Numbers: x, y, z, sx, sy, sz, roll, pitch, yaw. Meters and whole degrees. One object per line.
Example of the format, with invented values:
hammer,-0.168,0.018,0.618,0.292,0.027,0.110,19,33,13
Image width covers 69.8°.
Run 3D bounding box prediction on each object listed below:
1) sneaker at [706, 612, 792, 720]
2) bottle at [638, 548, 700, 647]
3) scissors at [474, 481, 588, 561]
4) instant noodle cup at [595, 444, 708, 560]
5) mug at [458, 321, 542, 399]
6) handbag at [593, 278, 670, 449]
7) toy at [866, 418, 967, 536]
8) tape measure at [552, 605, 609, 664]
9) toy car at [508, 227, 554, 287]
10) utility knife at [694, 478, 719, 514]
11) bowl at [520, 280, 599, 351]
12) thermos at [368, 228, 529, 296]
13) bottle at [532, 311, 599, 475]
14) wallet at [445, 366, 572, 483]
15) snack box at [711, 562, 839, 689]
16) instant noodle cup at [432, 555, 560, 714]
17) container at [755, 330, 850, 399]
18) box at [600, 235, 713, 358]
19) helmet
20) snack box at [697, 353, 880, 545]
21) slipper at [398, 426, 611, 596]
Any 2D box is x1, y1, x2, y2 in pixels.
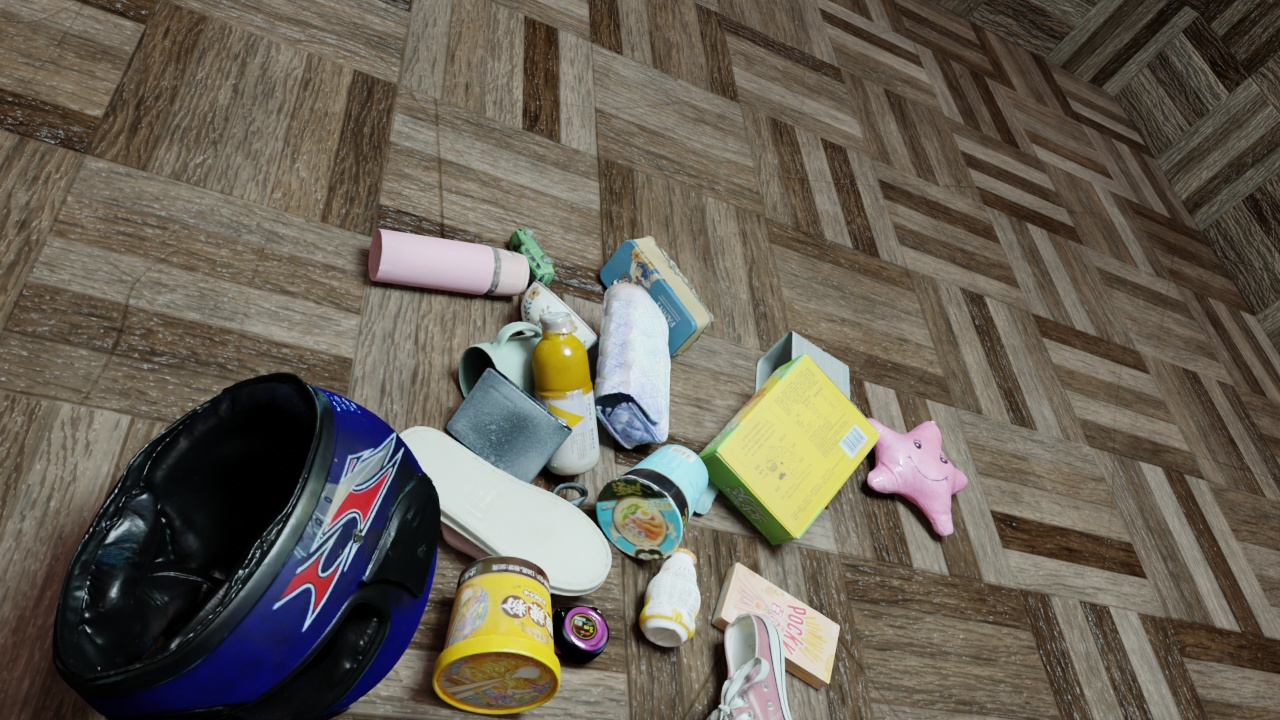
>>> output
sneaker,0.113,0.377,0.961,0.087,0.119,0.240,28,42,-34
bottle,0.037,0.266,1.038,0.063,0.063,0.108,29,44,-10
scissors,-0.114,0.193,1.039,0.159,0.014,0.180,43,46,8
instant noodle cup,0.023,0.161,1.097,0.111,0.111,0.120,43,34,5
mug,-0.149,0.002,1.102,0.106,0.112,0.082,-15,43,-43
handbag,-0.007,0.007,1.179,0.134,0.076,0.193,55,27,-44
toy,0.408,0.150,1.373,0.194,0.075,0.178,35,52,-5
tape measure,-0.064,0.290,0.969,0.057,0.039,0.057,5,47,-30
toy car,-0.154,-0.142,1.270,0.036,0.043,0.091,-15,64,-40
utility knife,0.114,0.136,1.236,0.029,0.013,0.215,39,40,-2
bowl,-0.114,-0.043,1.185,0.113,0.113,0.062,41,86,3
thermos,-0.247,-0.126,1.185,0.198,0.067,0.087,4,23,-31
bottle,-0.089,0.039,1.069,0.067,0.068,0.190,-21,112,-43
wallet,-0.151,0.077,1.049,0.121,0.097,0.019,38,18,-1
snack box,0.165,0.319,1.106,0.157,0.026,0.084,32,43,-6
instant noodle cup,-0.136,0.264,0.893,0.118,0.119,0.114,19,38,-19
container,0.242,0.032,1.358,0.114,0.090,0.090,27,45,-17
box,0.026,-0.086,1.310,0.060,0.090,0.184,-16,63,-48
helmet,-0.294,0.180,0.756,0.314,0.248,0.240,-85,157,-48
snack box,0.196,0.115,1.212,0.157,0.070,0.209,47,62,-2
slipper,-0.156,0.168,0.990,0.274,0.055,0.113,32,46,-6
